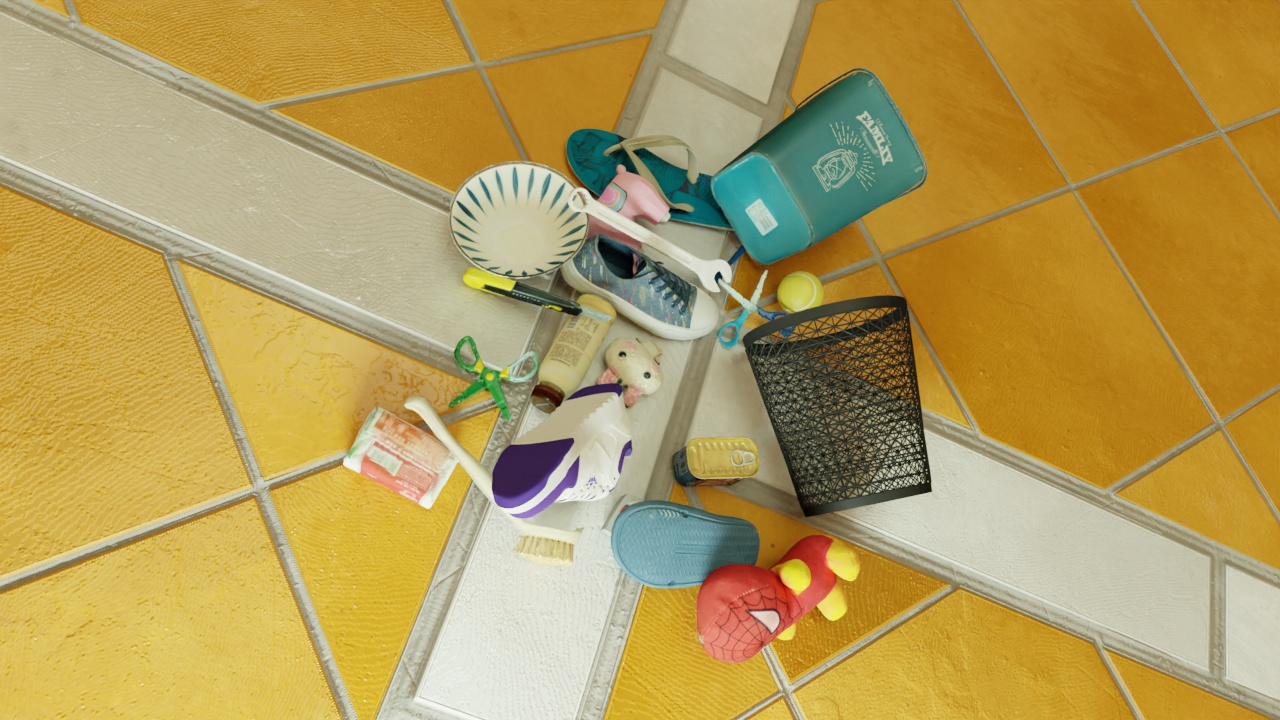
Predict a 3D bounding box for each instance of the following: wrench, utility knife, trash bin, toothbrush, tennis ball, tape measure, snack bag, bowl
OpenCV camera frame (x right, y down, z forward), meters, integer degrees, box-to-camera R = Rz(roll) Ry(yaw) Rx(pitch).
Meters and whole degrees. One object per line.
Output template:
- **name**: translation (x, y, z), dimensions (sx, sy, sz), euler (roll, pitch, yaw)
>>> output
- **wrench**: translation (0.018, -0.158, 1.212), dimensions (0.273, 0.009, 0.047), euler (25, 81, -32)
- **utility knife**: translation (-0.129, -0.080, 1.158), dimensions (0.203, 0.029, 0.020), euler (16, 66, 11)
- **trash bin**: translation (0.241, -0.261, 1.300), dimensions (0.218, 0.200, 0.196), euler (-36, 98, -26)
- **toothbrush**: translation (0.153, -0.166, 1.341), dimensions (0.016, 0.017, 0.189), euler (47, 60, -6)
- **tennis ball**: translation (0.228, -0.095, 1.310), dimensions (0.065, 0.065, 0.065), euler (7, 67, -17)
- **tape measure**: translation (-0.010, 0.201, 1.130), dimensions (0.060, 0.020, 0.062), euler (36, 63, -10)
- **trash bin**: translation (0.265, 0.066, 1.188), dimensions (0.216, 0.217, 0.243), euler (-7, 78, -23)
- **snack bag**: translation (-0.274, 0.112, 1.061), dimensions (0.116, 0.036, 0.076), euler (29, 62, -7)
- **bowl**: translation (-0.156, -0.166, 1.187), dimensions (0.177, 0.071, 0.177), euler (2, 64, -5)

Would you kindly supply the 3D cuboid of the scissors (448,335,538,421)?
- **scissors**: translation (-0.182, 0.019, 1.134), dimensions (0.131, 0.011, 0.125), euler (-25, 72, -11)

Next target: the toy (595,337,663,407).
- **toy**: translation (-0.007, 0.007, 1.197), dimensions (0.087, 0.050, 0.112), euler (43, 67, 0)

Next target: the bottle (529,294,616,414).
- **bottle**: translation (-0.087, -0.007, 1.166), dimensions (0.056, 0.057, 0.161), euler (30, 63, -6)

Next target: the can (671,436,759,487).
- **can**: translation (0.095, 0.131, 1.175), dimensions (0.099, 0.059, 0.054), euler (1, 69, -19)

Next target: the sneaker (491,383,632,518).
- **sneaker**: translation (-0.082, 0.128, 1.069), dimensions (0.243, 0.092, 0.111), euler (-45, 124, -50)

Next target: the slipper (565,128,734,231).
- **slipper**: translation (0.036, -0.260, 1.312), dimensions (0.294, 0.060, 0.118), euler (16, 68, -14)

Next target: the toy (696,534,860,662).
- **toy**: translation (0.157, 0.286, 1.103), dimensions (0.216, 0.148, 0.099), euler (-15, 37, -23)

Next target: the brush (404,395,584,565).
- **brush**: translation (-0.171, 0.141, 1.054), dimensions (0.272, 0.062, 0.077), euler (46, 48, -9)

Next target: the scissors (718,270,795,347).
- **scissors**: translation (0.160, -0.068, 1.286), dimensions (0.133, 0.014, 0.127), euler (21, 77, 1)

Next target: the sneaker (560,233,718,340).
- **sneaker**: translation (0.012, -0.097, 1.211), dimensions (0.235, 0.079, 0.087), euler (22, 59, -23)

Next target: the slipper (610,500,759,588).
- **slipper**: translation (0.054, 0.226, 1.121), dimensions (0.213, 0.059, 0.103), euler (14, 87, -30)

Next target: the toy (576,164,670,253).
- **toy**: translation (-0.047, -0.207, 1.244), dimensions (0.157, 0.067, 0.123), euler (35, 90, -3)
